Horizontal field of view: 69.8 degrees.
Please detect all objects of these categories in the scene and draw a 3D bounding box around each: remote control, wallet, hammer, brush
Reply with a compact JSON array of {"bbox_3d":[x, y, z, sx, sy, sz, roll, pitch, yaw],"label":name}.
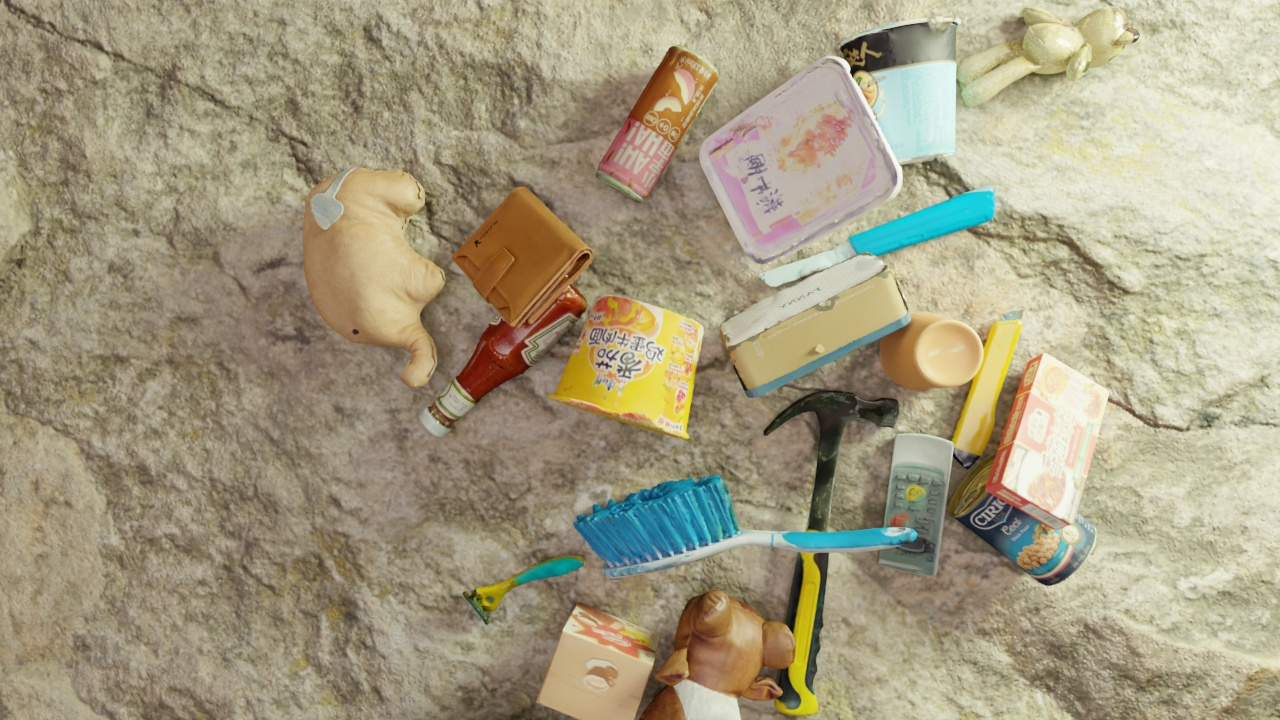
[{"bbox_3d":[0.268,0.139,0.894,0.056,0.019,0.135,8,93,23],"label":"remote control"},{"bbox_3d":[-0.117,-0.101,0.896,0.108,0.031,0.132,-46,52,3],"label":"wallet"},{"bbox_3d":[0.169,0.189,0.907,0.126,0.032,0.323,8,93,6],"label":"hammer"},{"bbox_3d":[0.093,0.158,0.881,0.315,0.060,0.109,-18,97,20],"label":"brush"}]

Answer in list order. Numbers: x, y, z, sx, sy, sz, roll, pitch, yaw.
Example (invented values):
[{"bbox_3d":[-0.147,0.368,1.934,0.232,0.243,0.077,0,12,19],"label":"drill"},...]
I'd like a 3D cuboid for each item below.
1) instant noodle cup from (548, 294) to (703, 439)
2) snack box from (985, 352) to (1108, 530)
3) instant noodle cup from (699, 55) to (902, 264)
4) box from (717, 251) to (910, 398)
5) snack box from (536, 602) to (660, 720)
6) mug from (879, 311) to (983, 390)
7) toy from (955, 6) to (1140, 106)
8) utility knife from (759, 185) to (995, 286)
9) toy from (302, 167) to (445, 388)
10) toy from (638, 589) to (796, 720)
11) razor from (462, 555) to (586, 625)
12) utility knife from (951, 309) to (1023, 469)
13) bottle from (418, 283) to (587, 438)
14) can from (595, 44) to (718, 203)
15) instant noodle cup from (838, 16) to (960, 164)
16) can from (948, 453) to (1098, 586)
[{"bbox_3d":[-0.005,0.005,0.874,0.138,0.138,0.109,17,85,5],"label":"instant noodle cup"},{"bbox_3d":[0.376,0.073,0.843,0.075,0.026,0.152,31,63,-1],"label":"snack box"},{"bbox_3d":[0.154,-0.182,0.851,0.174,0.060,0.138,-27,89,42],"label":"instant noodle cup"},{"bbox_3d":[0.155,-0.033,0.867,0.184,0.089,0.061,-28,108,9],"label":"box"},{"bbox_3d":[-0.038,0.301,0.901,0.093,0.094,0.077,20,93,5],"label":"snack box"},{"bbox_3d":[0.269,-0.007,0.843,0.078,0.122,0.078,0,93,6],"label":"mug"},{"bbox_3d":[0.376,-0.284,0.859,0.157,0.066,0.105,-19,48,10],"label":"toy"},{"bbox_3d":[0.231,-0.117,0.896,0.236,0.018,0.034,-19,92,5],"label":"utility knife"},{"bbox_3d":[-0.267,-0.079,0.921,0.143,0.082,0.226,-12,93,17],"label":"toy"},{"bbox_3d":[0.065,0.323,0.862,0.140,0.130,0.199,30,83,-17],"label":"toy"},{"bbox_3d":[-0.115,0.227,0.940,0.133,0.028,0.043,-26,112,10],"label":"razor"},{"bbox_3d":[0.337,0.027,0.891,0.033,0.015,0.164,19,94,6],"label":"utility knife"},{"bbox_3d":[-0.142,-0.004,0.921,0.206,0.059,0.060,-44,87,6],"label":"bottle"},{"bbox_3d":[0.016,-0.230,0.896,0.058,0.058,0.147,32,95,4],"label":"can"},{"bbox_3d":[0.246,-0.243,0.852,0.111,0.111,0.120,-7,97,6],"label":"instant noodle cup"},{"bbox_3d":[0.359,0.150,0.863,0.111,0.075,0.075,38,95,3],"label":"can"}]
